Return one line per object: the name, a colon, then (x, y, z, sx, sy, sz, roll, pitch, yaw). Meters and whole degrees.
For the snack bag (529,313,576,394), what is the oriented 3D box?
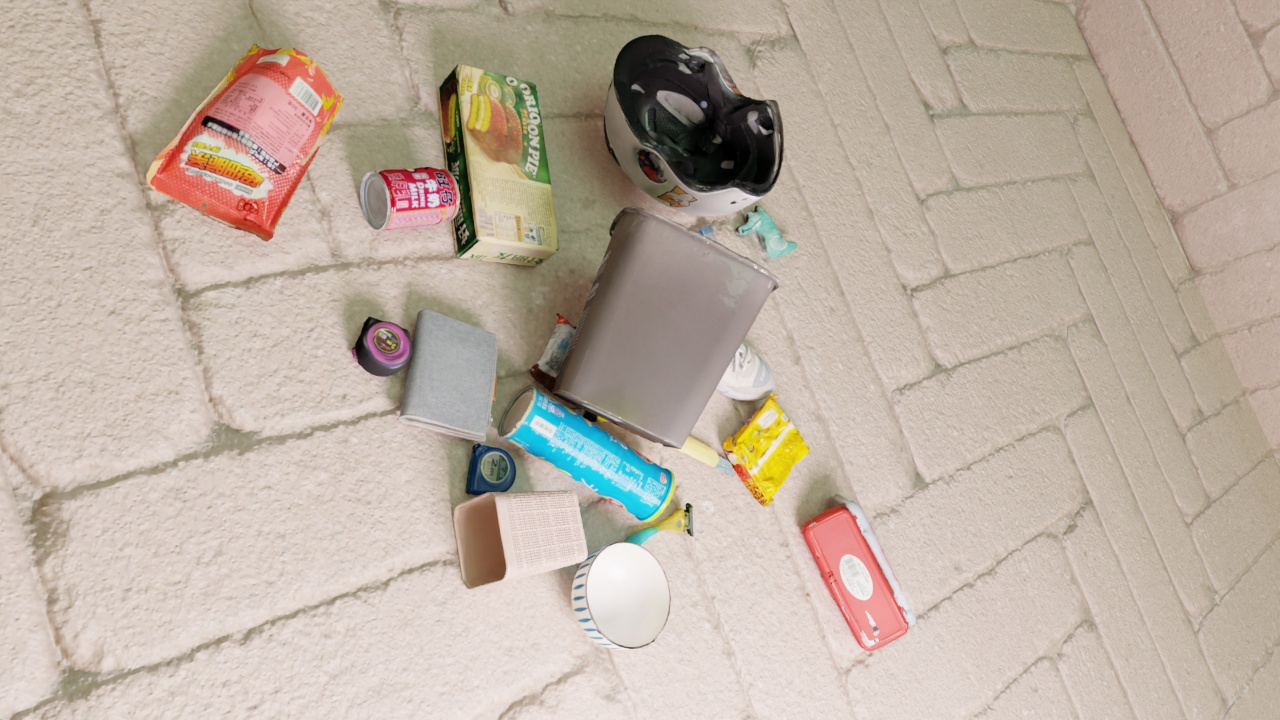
snack bag: (-0.100, -0.011, 1.119, 0.045, 0.026, 0.105, 42, 52, -27)

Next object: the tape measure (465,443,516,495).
tape measure: (-0.166, 0.124, 1.012, 0.054, 0.025, 0.058, 17, 71, -33)

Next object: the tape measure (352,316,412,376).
tape measure: (-0.274, -0.012, 0.976, 0.057, 0.039, 0.057, 19, 56, -31)

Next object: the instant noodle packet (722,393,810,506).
instant noodle packet: (0.175, 0.120, 1.268, 0.128, 0.044, 0.111, -43, 106, -37)

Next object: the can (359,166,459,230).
can: (-0.260, -0.184, 1.040, 0.093, 0.067, 0.066, -15, 81, -41)

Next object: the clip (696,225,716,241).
clip: (0.104, -0.171, 1.351, 0.025, 0.037, 0.058, -17, 83, -43)

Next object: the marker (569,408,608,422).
marker: (-0.068, 0.067, 1.121, 0.124, 0.015, 0.018, 1, 70, -35)

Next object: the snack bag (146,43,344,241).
snack bag: (-0.402, -0.232, 0.957, 0.128, 0.073, 0.207, 30, 61, -20)

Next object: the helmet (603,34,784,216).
helmet: (0.057, -0.306, 1.282, 0.274, 0.157, 0.229, 28, 58, -14)

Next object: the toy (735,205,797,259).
toy: (0.192, -0.197, 1.427, 0.096, 0.030, 0.092, -27, 84, -34)

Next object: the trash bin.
trash bin: (0.014, -0.030, 1.055, 0.198, 0.199, 0.219, 27, 84, -6)

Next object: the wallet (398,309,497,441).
wallet: (-0.208, 0.019, 1.015, 0.106, 0.037, 0.129, 20, 58, -31)

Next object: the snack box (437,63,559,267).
snack box: (-0.176, -0.238, 1.131, 0.114, 0.063, 0.240, 2, 70, -38)

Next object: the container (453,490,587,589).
container: (-0.125, 0.186, 0.977, 0.110, 0.090, 0.090, 0, 71, -41)

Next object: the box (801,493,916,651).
box: (0.301, 0.297, 1.297, 0.094, 0.100, 0.201, -27, 90, 0)

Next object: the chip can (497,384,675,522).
chip can: (-0.061, 0.110, 1.070, 0.210, 0.071, 0.071, 34, 54, -21)

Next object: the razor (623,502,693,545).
razor: (0.016, 0.212, 1.115, 0.132, 0.028, 0.043, -17, 114, -44)

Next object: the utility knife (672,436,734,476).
utility knife: (0.056, 0.109, 1.195, 0.182, 0.019, 0.030, 26, 61, -20)

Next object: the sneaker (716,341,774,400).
sneaker: (0.105, -0.019, 1.241, 0.242, 0.091, 0.089, 24, 59, -29)

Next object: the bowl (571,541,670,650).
bowl: (-0.031, 0.267, 1.030, 0.116, 0.066, 0.116, 17, 61, -33)
